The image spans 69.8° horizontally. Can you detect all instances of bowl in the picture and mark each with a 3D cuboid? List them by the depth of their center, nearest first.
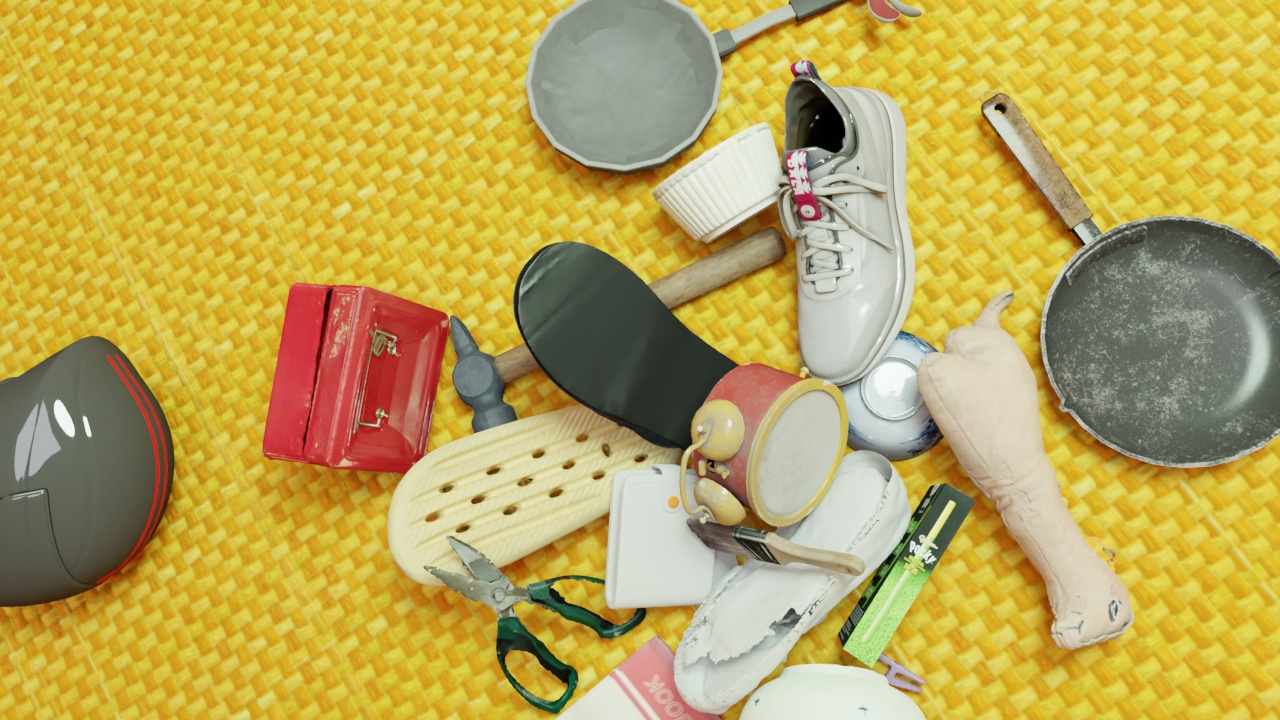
[{"bbox_3d":[0.147,0.276,0.696,0.153,0.153,0.072,2,59,10],"label":"bowl"},{"bbox_3d":[0.210,0.026,0.767,0.114,0.045,0.114,-2,81,9],"label":"bowl"},{"bbox_3d":[0.074,-0.147,0.789,0.115,0.115,0.062,-31,93,4],"label":"bowl"}]

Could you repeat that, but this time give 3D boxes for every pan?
[{"bbox_3d":[0.388,-0.079,0.757,0.208,0.040,0.357,-32,77,4],"label":"pan"},{"bbox_3d":[0.068,-0.287,0.843,0.357,0.041,0.178,-24,78,0],"label":"pan"}]

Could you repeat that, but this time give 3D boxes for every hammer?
[{"bbox_3d":[-0.021,-0.042,0.824,0.322,0.040,0.129,-25,74,4],"label":"hammer"}]

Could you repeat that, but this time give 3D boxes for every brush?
[{"bbox_3d":[0.102,0.144,0.704,0.151,0.039,0.012,2,51,41],"label":"brush"}]

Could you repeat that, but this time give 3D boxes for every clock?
[{"bbox_3d":[0.083,0.066,0.715,0.081,0.158,0.117,21,124,43],"label":"clock"}]

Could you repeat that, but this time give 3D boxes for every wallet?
[{"bbox_3d":[0.032,0.147,0.767,0.115,0.037,0.118,3,92,-22],"label":"wallet"}]

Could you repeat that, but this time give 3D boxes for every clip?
[{"bbox_3d":[0.202,0.259,0.751,0.042,0.014,0.052,-44,75,1],"label":"clip"}]

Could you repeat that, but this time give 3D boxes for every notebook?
[{"bbox_3d":[0.023,0.360,0.766,0.153,0.012,0.208,-41,78,1],"label":"notebook"}]

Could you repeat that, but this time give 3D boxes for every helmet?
[{"bbox_3d":[-0.512,0.107,0.818,0.170,0.164,0.265,13,94,0],"label":"helmet"}]

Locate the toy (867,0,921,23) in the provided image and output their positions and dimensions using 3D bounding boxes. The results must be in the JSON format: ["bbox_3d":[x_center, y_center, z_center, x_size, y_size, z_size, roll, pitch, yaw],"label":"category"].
[{"bbox_3d":[0.201,-0.340,0.813,0.049,0.030,0.111,-23,74,-33],"label":"toy"}]

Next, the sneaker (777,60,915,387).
[{"bbox_3d":[0.154,-0.112,0.745,0.097,0.128,0.263,-2,80,42],"label":"sneaker"}]

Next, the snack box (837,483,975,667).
[{"bbox_3d":[0.208,0.167,0.728,0.025,0.080,0.147,32,88,13],"label":"snack box"}]

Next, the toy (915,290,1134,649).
[{"bbox_3d":[0.319,0.085,0.726,0.195,0.065,0.264,-38,92,-34],"label":"toy"}]

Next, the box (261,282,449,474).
[{"bbox_3d":[-0.258,0.017,0.806,0.112,0.134,0.157,7,82,21],"label":"box"}]

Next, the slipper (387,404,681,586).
[{"bbox_3d":[-0.091,0.104,0.793,0.261,0.079,0.111,-21,84,-14],"label":"slipper"}]

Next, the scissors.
[{"bbox_3d":[-0.079,0.193,0.753,0.142,0.015,0.210,-35,117,-4],"label":"scissors"}]

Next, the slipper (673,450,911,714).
[{"bbox_3d":[0.122,0.181,0.734,0.246,0.112,0.074,-45,107,-9],"label":"slipper"}]

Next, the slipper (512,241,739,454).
[{"bbox_3d":[-0.005,0.004,0.756,0.265,0.084,0.108,34,77,-28],"label":"slipper"}]
